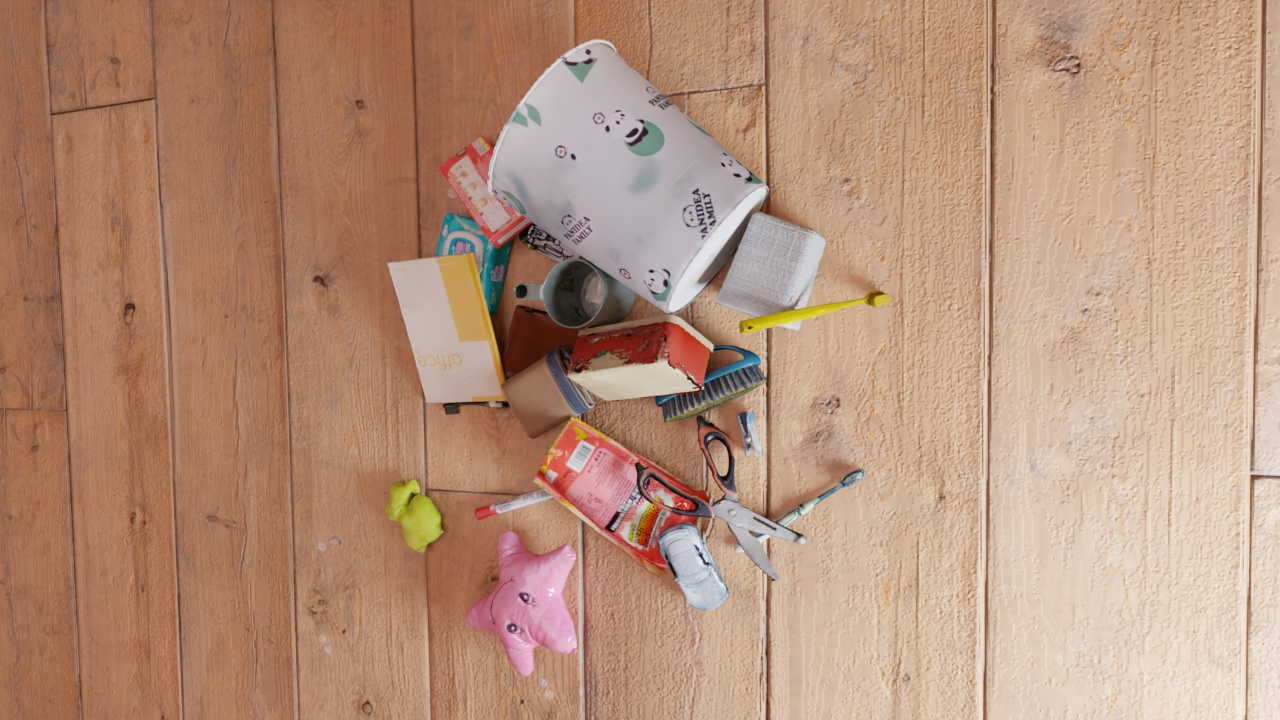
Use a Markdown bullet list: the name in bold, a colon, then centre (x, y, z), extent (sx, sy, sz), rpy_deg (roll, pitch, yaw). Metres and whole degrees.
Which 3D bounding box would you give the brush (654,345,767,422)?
- **brush**: centre (0.080, 0.023, 1.118), extent (0.144, 0.055, 0.073), rpy_deg (-24, 80, 22)

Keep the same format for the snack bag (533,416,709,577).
- **snack bag**: centre (-0.028, 0.169, 1.168), extent (0.208, 0.073, 0.129), rpy_deg (32, 104, 7)

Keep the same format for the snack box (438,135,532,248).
- **snack box**: centre (-0.199, -0.223, 1.205), extent (0.075, 0.025, 0.153), rpy_deg (-37, 63, 1)

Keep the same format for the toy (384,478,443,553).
- **toy**: centre (-0.323, 0.220, 1.310), extent (0.100, 0.031, 0.097), rpy_deg (18, 98, 21)

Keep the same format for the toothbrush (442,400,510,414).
- **toothbrush**: centre (-0.191, 0.061, 1.256), extent (0.186, 0.012, 0.017), rpy_deg (-5, 97, 23)

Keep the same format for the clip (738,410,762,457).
- **clip**: centre (0.134, 0.090, 1.116), extent (0.036, 0.025, 0.058), rpy_deg (-6, 96, 29)

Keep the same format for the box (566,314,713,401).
- **box**: centre (-0.006, 0.007, 1.098), extent (0.169, 0.091, 0.078), rpy_deg (-8, 57, 43)

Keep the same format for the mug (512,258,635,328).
- **mug**: centre (-0.080, -0.085, 1.153), extent (0.124, 0.103, 0.083), rpy_deg (5, 95, 23)

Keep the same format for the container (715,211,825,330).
- **container**: centre (0.155, -0.104, 1.063), extent (0.090, 0.090, 0.114), rpy_deg (22, 98, 20)

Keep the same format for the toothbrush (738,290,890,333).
- **toothbrush**: centre (0.196, -0.054, 1.019), extent (0.016, 0.189, 0.016), rpy_deg (-144, 45, -61)

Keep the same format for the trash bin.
- **trash bin**: centre (-0.006, -0.201, 1.061), extent (0.252, 0.229, 0.230), rpy_deg (39, 106, 10)

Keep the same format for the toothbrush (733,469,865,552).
- **toothbrush**: centre (0.188, 0.183, 1.101), extent (0.192, 0.018, 0.016), rpy_deg (-36, 78, 20)

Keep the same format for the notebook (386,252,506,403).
- **notebook**: centre (-0.259, -0.040, 1.242), extent (0.146, 0.010, 0.206), rpy_deg (-2, 109, 28)

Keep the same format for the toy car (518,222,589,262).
- **toy car**: centre (-0.107, -0.156, 1.199), extent (0.105, 0.032, 0.048), rpy_deg (27, 102, 10)

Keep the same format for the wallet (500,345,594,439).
- **wallet**: centre (-0.121, 0.044, 1.192), extent (0.116, 0.033, 0.090), rpy_deg (-30, 90, 32)

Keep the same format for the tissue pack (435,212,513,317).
- **tissue pack**: centre (-0.232, -0.126, 1.242), extent (0.093, 0.050, 0.133), rpy_deg (16, 99, 20)

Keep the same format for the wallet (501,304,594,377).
- **wallet**: centre (-0.125, -0.012, 1.215), extent (0.125, 0.032, 0.101), rpy_deg (16, 102, 22)

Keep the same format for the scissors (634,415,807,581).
- **scissors**: centre (0.094, 0.167, 1.110), extent (0.189, 0.015, 0.226), rpy_deg (-11, 70, 2)

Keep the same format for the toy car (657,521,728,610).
- **toy car**: centre (0.064, 0.256, 1.133), extent (0.054, 0.036, 0.120), rpy_deg (-26, 102, 11)

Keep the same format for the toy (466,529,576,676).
- **toy**: centre (-0.142, 0.320, 1.213), extent (0.178, 0.074, 0.195), rpy_deg (33, 105, 27)

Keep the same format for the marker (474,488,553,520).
- **marker**: centre (-0.164, 0.192, 1.249), extent (0.145, 0.017, 0.017), rpy_deg (-19, 85, 22)
